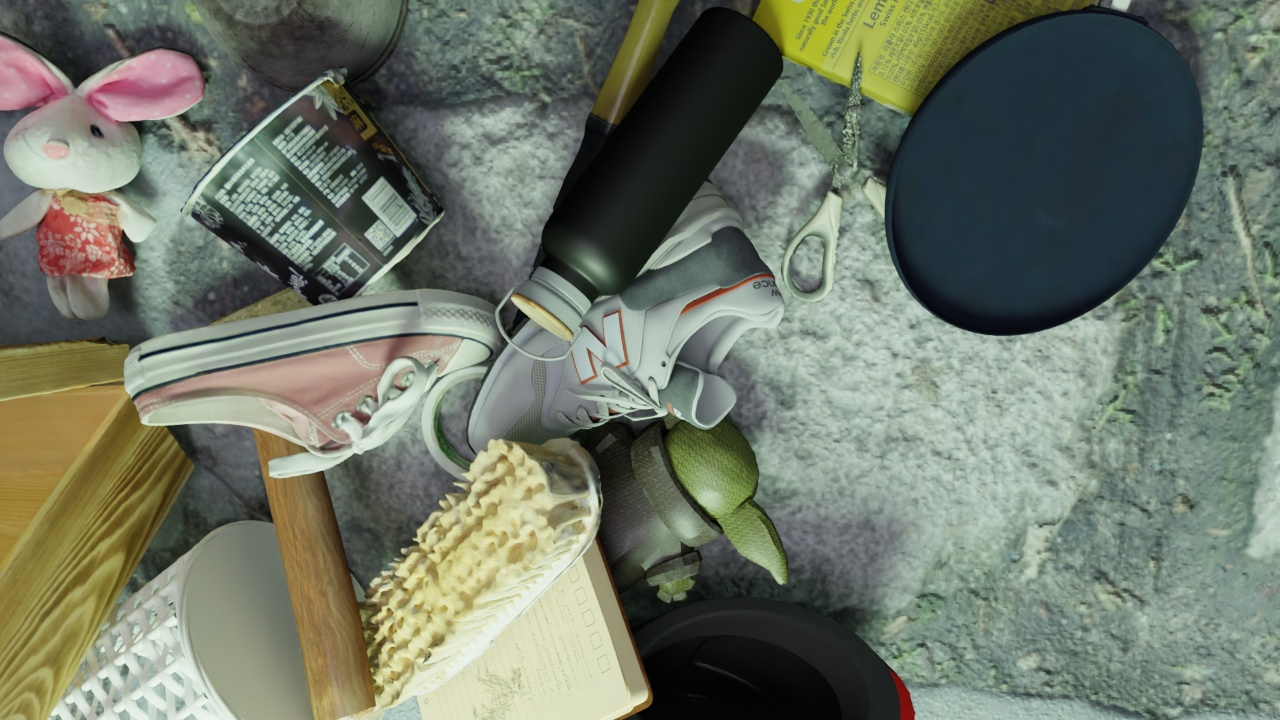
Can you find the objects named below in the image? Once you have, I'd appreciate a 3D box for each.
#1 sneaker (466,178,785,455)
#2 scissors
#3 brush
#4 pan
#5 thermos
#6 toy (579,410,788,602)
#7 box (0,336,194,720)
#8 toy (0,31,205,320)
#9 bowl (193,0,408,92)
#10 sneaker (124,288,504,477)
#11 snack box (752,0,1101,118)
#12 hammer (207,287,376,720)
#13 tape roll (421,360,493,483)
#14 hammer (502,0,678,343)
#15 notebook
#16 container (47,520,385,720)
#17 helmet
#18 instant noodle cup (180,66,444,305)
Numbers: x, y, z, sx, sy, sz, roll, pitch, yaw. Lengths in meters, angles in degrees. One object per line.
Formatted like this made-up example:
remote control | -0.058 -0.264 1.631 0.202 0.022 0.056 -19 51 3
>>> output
sneaker | -0.004 0.003 0.581 0.240 0.088 0.124 -50 58 9
scissors | 0.134 -0.103 0.585 0.157 0.012 0.169 21 121 -14
brush | -0.117 0.144 0.603 0.272 0.056 0.083 -46 60 32
pan | 0.260 -0.176 0.521 0.198 0.021 0.357 7 117 -15
thermos | -0.004 -0.099 0.540 0.061 0.061 0.231 36 81 -3
toy | 0.011 0.096 0.642 0.153 0.078 0.179 -32 76 13
box | -0.507 0.060 0.597 0.279 0.268 0.264 -4 130 11
toy | -0.390 -0.125 0.633 0.159 0.084 0.194 4 108 -23
bowl | -0.228 -0.245 0.583 0.145 0.067 0.145 2 106 7
sneaker | -0.183 0.016 0.573 0.119 0.240 0.088 -29 77 49
snack box | 0.170 -0.213 0.553 0.181 0.045 0.121 25 110 -2
hammer | -0.243 0.105 0.639 0.158 0.037 0.300 -22 77 13
tape roll | -0.114 0.047 0.678 0.094 0.018 0.094 2 106 8
hammer | -0.027 -0.126 0.579 0.025 0.117 0.334 31 114 17
notebook | -0.097 0.191 0.638 0.226 0.024 0.167 -39 61 35
container | -0.316 0.244 0.672 0.187 0.189 0.189 -36 98 14
helmet | 0.045 0.269 0.644 0.265 0.163 0.170 3 134 5
instant noodle cup | -0.202 -0.100 0.592 0.137 0.137 0.112 -38 107 15
